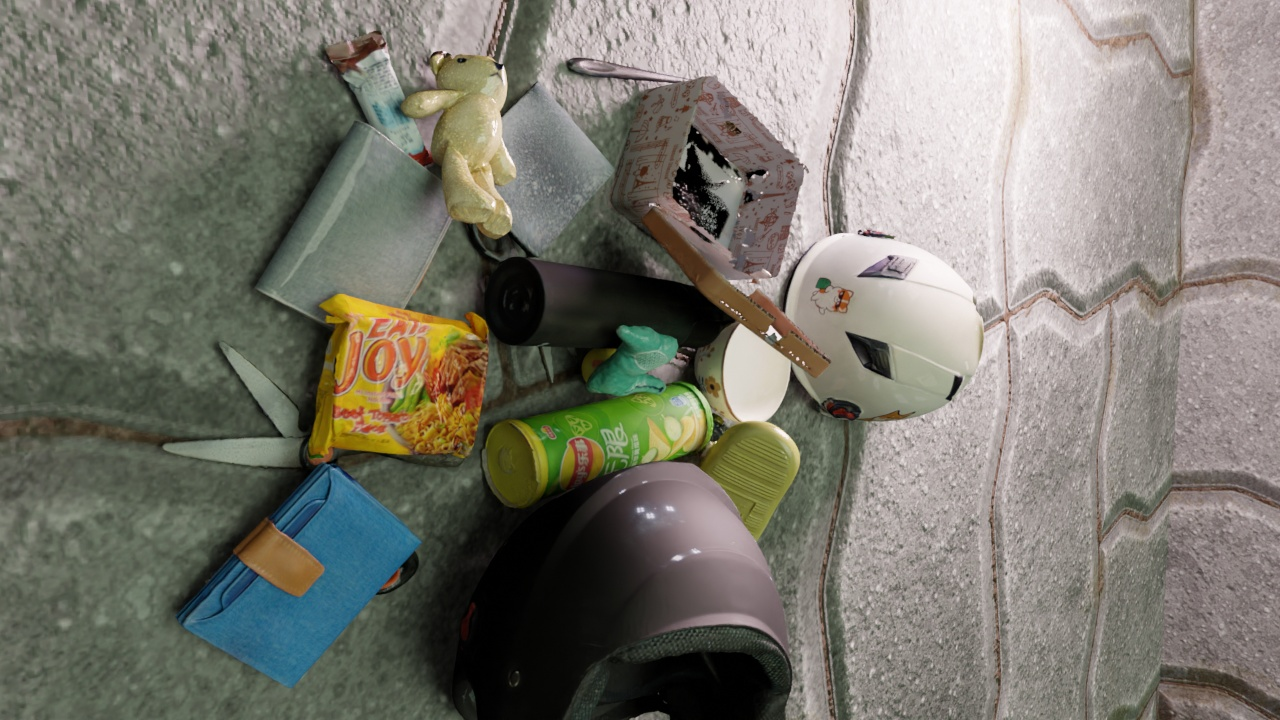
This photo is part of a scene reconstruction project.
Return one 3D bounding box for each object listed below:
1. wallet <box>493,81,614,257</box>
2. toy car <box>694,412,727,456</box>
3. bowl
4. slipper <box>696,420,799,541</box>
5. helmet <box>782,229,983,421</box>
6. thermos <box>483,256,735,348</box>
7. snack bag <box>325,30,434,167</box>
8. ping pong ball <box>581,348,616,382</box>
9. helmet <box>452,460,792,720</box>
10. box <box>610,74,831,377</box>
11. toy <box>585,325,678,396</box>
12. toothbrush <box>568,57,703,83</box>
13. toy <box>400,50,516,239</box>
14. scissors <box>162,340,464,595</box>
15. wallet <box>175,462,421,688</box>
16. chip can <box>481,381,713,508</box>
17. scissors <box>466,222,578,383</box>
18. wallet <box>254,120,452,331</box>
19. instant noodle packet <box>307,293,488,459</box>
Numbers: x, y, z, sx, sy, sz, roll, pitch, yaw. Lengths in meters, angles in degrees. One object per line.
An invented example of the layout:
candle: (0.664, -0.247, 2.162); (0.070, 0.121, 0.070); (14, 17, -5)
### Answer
wallet: (-0.084, -0.152, 0.732); (0.097, 0.019, 0.120); (46, 58, -17)
toy car: (0.076, 0.090, 0.932); (0.090, 0.035, 0.042); (51, 58, -30)
bowl: (0.095, 0.005, 0.922); (0.113, 0.062, 0.113); (-8, 102, -45)
slipper: (0.089, 0.116, 0.869); (0.091, 0.191, 0.081); (30, 39, 0)
helmet: (0.303, -0.033, 1.066); (0.273, 0.157, 0.230); (23, 77, -45)
thermos: (-0.011, -0.045, 0.779); (0.242, 0.090, 0.068); (0, 86, -50)
snack bag: (-0.179, -0.175, 0.644); (0.045, 0.026, 0.105); (-35, 118, -30)
ping pong ball: (-0.032, 0.007, 0.807); (0.040, 0.040, 0.040); (-6, 99, -46)
helmet: (-0.018, 0.208, 0.709); (0.233, 0.276, 0.229); (28, 48, -35)
box: (0.074, -0.115, 0.827); (0.179, 0.130, 0.272); (30, 43, -43)
toy: (-0.005, 0.004, 0.764); (0.096, 0.092, 0.030); (15, 49, -38)
toothbrush: (0.005, -0.258, 0.835); (0.180, 0.018, 0.015); (-7, 92, -43)
toy: (-0.118, -0.155, 0.649); (0.105, 0.066, 0.157); (23, 46, -44)
scissors: (-0.209, 0.078, 0.644); (0.220, 0.022, 0.225); (-18, 108, -44)
wallet: (-0.223, 0.143, 0.613); (0.133, 0.040, 0.106); (-49, 131, -16)
chip can: (-0.028, 0.067, 0.795); (0.220, 0.073, 0.072); (-11, 102, -45)
scissors: (-0.087, -0.072, 0.761); (0.162, 0.014, 0.166); (26, 77, -45)
wallet: (-0.189, -0.082, 0.633); (0.106, 0.037, 0.129); (36, 79, -50)
instant noodle packet: (-0.165, 0.015, 0.635); (0.128, 0.044, 0.111); (7, 92, -46)
